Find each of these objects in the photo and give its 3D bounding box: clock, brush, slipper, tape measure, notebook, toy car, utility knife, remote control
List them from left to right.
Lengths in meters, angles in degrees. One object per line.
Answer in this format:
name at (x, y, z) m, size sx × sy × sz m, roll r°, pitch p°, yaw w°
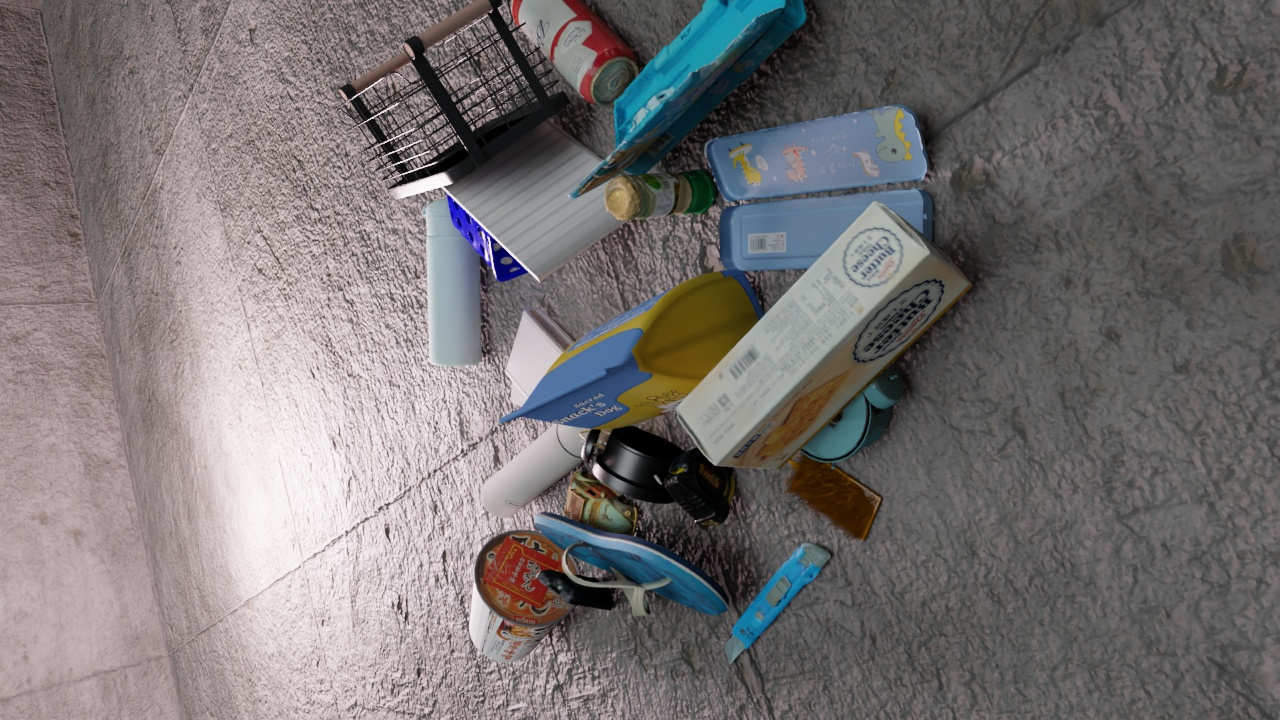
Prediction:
notebook at (-0.105, -0.178, 0.962) m, size 0.210 × 0.142 × 0.009 m, roll 44°, pitch 164°, yaw 35°
remote control at (-0.063, 0.237, 0.954) m, size 0.047 × 0.150 × 0.022 m, roll 32°, pitch 83°, yaw 20°
toy car at (-0.053, 0.159, 0.993) m, size 0.112 × 0.047 × 0.047 m, roll 26°, pitch 109°, yaw 43°
slipper at (-0.022, 0.215, 0.921) m, size 0.295 × 0.118 × 0.060 m, roll 5°, pitch 58°, yaw 53°
clock at (-0.008, 0.096, 0.907) m, size 0.121 × 0.091 × 0.042 m, roll 28°, pitch 104°, yaw 35°
tape measure at (0.055, 0.113, 0.857) m, size 0.067 × 0.062 × 0.038 m, roll 44°, pitch 136°, yaw -13°
utility knife at (0.119, 0.223, 0.839) m, size 0.031 × 0.015 × 0.175 m, roll 54°, pitch 131°, yaw 34°
brush at (0.147, 0.104, 0.792) m, size 0.126 × 0.017 × 0.048 m, roll 35°, pitch 119°, yaw 39°
clock at (0.164, 0.024, 0.739) m, size 0.090 × 0.053 × 0.124 m, roll 47°, pitch 126°, yaw 32°

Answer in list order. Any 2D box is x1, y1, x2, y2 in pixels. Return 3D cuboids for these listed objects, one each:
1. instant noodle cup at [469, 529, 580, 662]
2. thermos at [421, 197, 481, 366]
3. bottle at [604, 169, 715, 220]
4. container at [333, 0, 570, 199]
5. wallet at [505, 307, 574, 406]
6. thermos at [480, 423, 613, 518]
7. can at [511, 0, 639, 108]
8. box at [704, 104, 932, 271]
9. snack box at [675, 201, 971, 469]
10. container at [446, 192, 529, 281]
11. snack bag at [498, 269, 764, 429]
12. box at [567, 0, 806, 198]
instant noodle cup at (-0.144, 0.282, 1.064) m, size 0.123 × 0.123 × 0.122 m, roll 54°, pitch 139°, yaw 29°
thermos at (-0.232, -0.098, 1.145) m, size 0.078 × 0.065 × 0.207 m, roll 4°, pitch 97°, yaw 24°
bottle at (0.018, -0.151, 0.831) m, size 0.043 × 0.110 × 0.043 m, roll 15°, pitch 111°, yaw 43°
container at (-0.208, -0.277, 0.974) m, size 0.242 × 0.162 × 0.130 m, roll 7°, pitch 133°, yaw 57°
wallet at (-0.113, 0.018, 1.050) m, size 0.118 × 0.037 × 0.115 m, roll 44°, pitch 124°, yaw 39°
thermos at (-0.108, 0.115, 1.044) m, size 0.225 × 0.052 × 0.052 m, roll -40°, pitch 66°, yaw 42°
can at (-0.068, -0.329, 0.939) m, size 0.170 × 0.067 × 0.067 m, roll 52°, pitch 129°, yaw 29°
box at (0.144, -0.137, 0.760) m, size 0.210 × 0.034 × 0.127 m, roll 4°, pitch 108°, yaw 47°
snack box at (0.132, -0.009, 0.662) m, size 0.208 × 0.104 × 0.057 m, roll -47°, pitch 59°, yaw 19°
container at (-0.156, -0.162, 1.029) m, size 0.113 × 0.084 × 0.085 m, roll 47°, pitch 151°, yaw 35°
snack bag at (-0.005, 0.005, 0.801) m, size 0.159 × 0.204 × 0.102 m, roll -25°, pitch 87°, yaw 46°
box at (0.042, -0.235, 0.793) m, size 0.228 × 0.071 × 0.181 m, roll -36°, pitch 26°, yaw 42°
